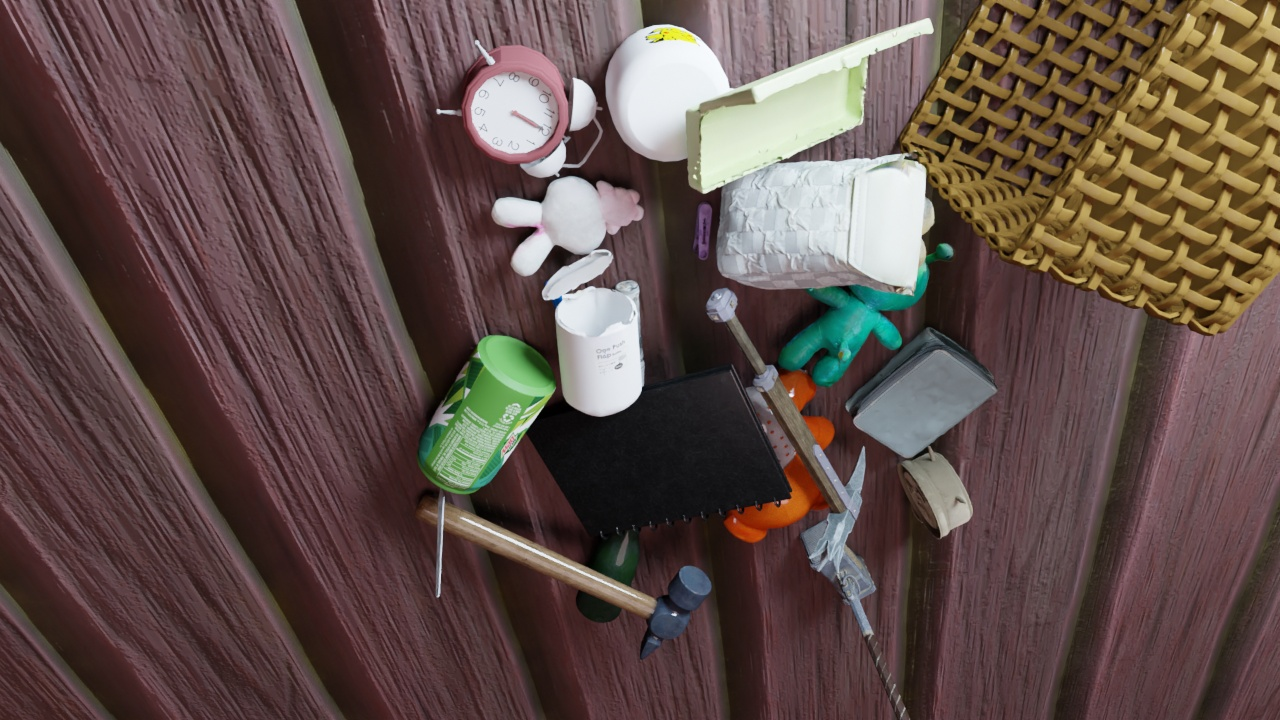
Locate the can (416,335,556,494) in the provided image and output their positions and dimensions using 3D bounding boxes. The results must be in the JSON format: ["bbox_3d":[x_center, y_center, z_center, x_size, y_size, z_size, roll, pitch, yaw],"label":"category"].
[{"bbox_3d":[-0.149,0.053,0.876,0.083,0.083,0.144,24,118,-25],"label":"can"}]

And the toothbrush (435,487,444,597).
[{"bbox_3d":[-0.188,0.151,0.880,0.010,0.181,0.010,26,122,-29],"label":"toothbrush"}]

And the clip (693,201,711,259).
[{"bbox_3d":[0.057,-0.112,0.826,0.014,0.045,0.051,2,139,-10],"label":"clip"}]

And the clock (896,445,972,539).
[{"bbox_3d":[0.337,0.154,1.041,0.054,0.093,0.141,-26,151,1],"label":"clock"}]

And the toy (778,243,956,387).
[{"bbox_3d":[0.211,-0.052,0.868,0.130,0.072,0.194,27,116,-16],"label":"toy"}]

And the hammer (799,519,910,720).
[{"bbox_3d":[0.256,0.319,0.991,0.044,0.321,0.098,-33,124,13],"label":"hammer"}]

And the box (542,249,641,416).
[{"bbox_3d":[-0.044,-0.031,0.831,0.081,0.091,0.160,-18,132,-19],"label":"box"}]

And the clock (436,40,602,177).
[{"bbox_3d":[-0.090,-0.197,0.729,0.124,0.044,0.087,26,117,-24],"label":"clock"}]

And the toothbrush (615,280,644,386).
[{"bbox_3d":[-0.005,0.005,0.905,0.024,0.022,0.186,2,126,11],"label":"toothbrush"}]

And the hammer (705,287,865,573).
[{"bbox_3d":[0.143,0.051,0.877,0.028,0.146,0.317,-3,134,40],"label":"hammer"}]

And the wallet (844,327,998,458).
[{"bbox_3d":[0.292,0.036,0.962,0.100,0.054,0.132,33,116,-19],"label":"wallet"}]

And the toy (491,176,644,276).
[{"bbox_3d":[-0.060,-0.123,0.793,0.125,0.037,0.076,-19,123,1],"label":"toy"}]

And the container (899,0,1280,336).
[{"bbox_3d":[0.388,-0.199,0.702,0.214,0.219,0.252,15,121,-20],"label":"container"}]

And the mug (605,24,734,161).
[{"bbox_3d":[0.031,-0.210,0.726,0.115,0.068,0.094,2,125,-11],"label":"mug"}]

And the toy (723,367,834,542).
[{"bbox_3d":[0.128,0.101,0.964,0.164,0.092,0.172,-24,114,4],"label":"toy"}]

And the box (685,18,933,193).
[{"bbox_3d":[0.120,-0.205,0.701,0.187,0.061,0.134,-29,170,-26],"label":"box"}]

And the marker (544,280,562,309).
[{"bbox_3d":[-0.064,-0.018,0.884,0.013,0.013,0.142,-17,127,2],"label":"marker"}]

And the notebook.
[{"bbox_3d":[0.017,0.101,0.921,0.232,0.019,0.169,-15,118,24],"label":"notebook"}]

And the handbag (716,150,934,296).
[{"bbox_3d":[0.156,-0.112,0.782,0.172,0.123,0.112,4,92,31],"label":"handbag"}]

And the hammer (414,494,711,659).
[{"bbox_3d":[-0.094,0.223,0.995,0.321,0.040,0.130,26,118,-9],"label":"hammer"}]

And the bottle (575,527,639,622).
[{"bbox_3d":[-0.025,0.218,1.037,0.055,0.055,0.174,10,120,-17],"label":"bottle"}]
